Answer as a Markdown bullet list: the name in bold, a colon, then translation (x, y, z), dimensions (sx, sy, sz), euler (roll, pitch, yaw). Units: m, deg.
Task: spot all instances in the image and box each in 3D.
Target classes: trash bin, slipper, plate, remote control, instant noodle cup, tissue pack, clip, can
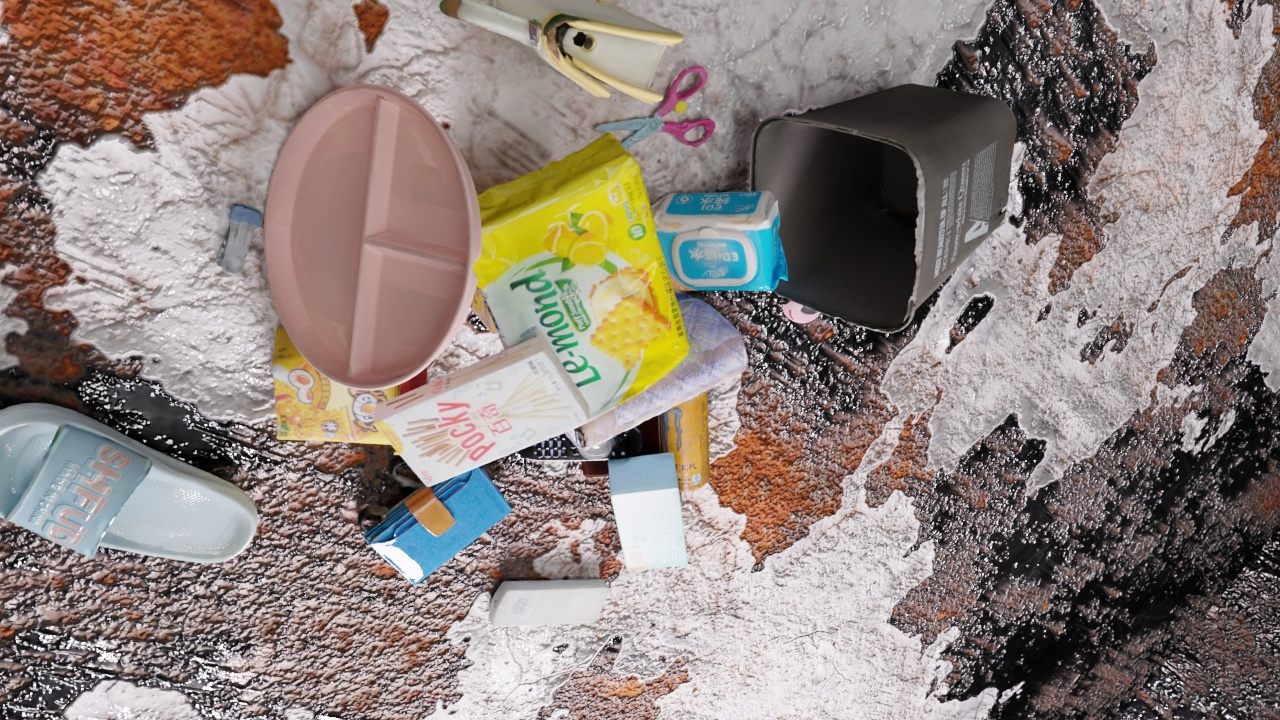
- **trash bin**: translation (0.255, -0.172, 0.934), dimensions (0.219, 0.199, 0.199), euler (-30, 130, -33)
- **slipper**: translation (-0.438, 0.122, 0.772), dimensions (0.245, 0.074, 0.104), euler (34, 97, -41)
- **plate**: translation (-0.207, -0.092, 0.703), dimensions (0.028, 0.229, 0.230), euler (-9, 125, -58)
- **remote control**: translation (-0.110, 0.291, 1.105), dimensions (0.149, 0.021, 0.058), euler (9, 112, -35)
- **instant noodle cup**: translation (-0.254, 0.017, 0.805), dimensions (0.123, 0.116, 0.116), euler (-2, 118, -18)
- **tissue pack**: translation (0.076, -0.116, 0.918), dimensions (0.063, 0.140, 0.090), euler (-64, 149, -48)
- **clip**: translation (-0.328, -0.098, 0.746), dimensions (0.024, 0.029, 0.057), euler (18, 99, -39)
- **can**: translation (0.049, 0.080, 1.054), dimensions (0.058, 0.058, 0.146), euler (-19, 125, -21)
- **remote control**: translation (-0.066, 0.084, 0.991), dimensions (0.136, 0.024, 0.053), euler (-1, 120, -4)

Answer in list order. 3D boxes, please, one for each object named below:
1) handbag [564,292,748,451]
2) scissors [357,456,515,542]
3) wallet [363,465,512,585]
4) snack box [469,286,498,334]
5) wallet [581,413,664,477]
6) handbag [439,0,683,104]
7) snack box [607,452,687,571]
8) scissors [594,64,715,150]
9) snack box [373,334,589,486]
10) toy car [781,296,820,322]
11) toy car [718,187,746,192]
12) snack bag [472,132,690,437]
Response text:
- **handbag**: translation (-0.006, 0.005, 0.928), dimensions (0.193, 0.134, 0.076), euler (-27, 129, -16)
- **scissors**: translation (-0.215, 0.155, 0.970), dimensions (0.173, 0.014, 0.160), euler (-22, 129, -22)
- **wallet**: translation (-0.206, 0.166, 0.949), dimensions (0.133, 0.040, 0.106), euler (-38, 138, -11)
- **snack box**: translation (-0.118, -0.089, 0.829), dimensions (0.077, 0.094, 0.093), euler (-15, 124, -24)
- **wallet**: translation (-0.022, 0.074, 1.015), dimensions (0.096, 0.020, 0.122), euler (-6, 123, -5)
- **handbag**: translation (-0.076, -0.254, 0.714), dimensions (0.178, 0.163, 0.063), euler (2, 116, -31)
- **snack box**: translation (0.011, 0.177, 1.054), dimensions (0.074, 0.051, 0.175), euler (-8, 138, 1)
- **scissors**: translation (0.018, -0.223, 0.888), dimensions (0.136, 0.017, 0.105), euler (-38, 136, -1)
- **snack box**: translation (-0.130, 0.044, 0.756), dimensions (0.157, 0.026, 0.085), euler (-23, 127, 10)
- **toy car**: translation (0.204, -0.100, 1.059), dimensions (0.056, 0.037, 0.122), euler (6, 112, -36)
- **toy car**: translation (0.095, -0.136, 0.972), dimensions (0.042, 0.035, 0.091), euler (-14, 125, -23)
- **snack bag**: translation (-0.055, -0.058, 0.777), dimensions (0.158, 0.068, 0.247), euler (-29, 128, -14)
